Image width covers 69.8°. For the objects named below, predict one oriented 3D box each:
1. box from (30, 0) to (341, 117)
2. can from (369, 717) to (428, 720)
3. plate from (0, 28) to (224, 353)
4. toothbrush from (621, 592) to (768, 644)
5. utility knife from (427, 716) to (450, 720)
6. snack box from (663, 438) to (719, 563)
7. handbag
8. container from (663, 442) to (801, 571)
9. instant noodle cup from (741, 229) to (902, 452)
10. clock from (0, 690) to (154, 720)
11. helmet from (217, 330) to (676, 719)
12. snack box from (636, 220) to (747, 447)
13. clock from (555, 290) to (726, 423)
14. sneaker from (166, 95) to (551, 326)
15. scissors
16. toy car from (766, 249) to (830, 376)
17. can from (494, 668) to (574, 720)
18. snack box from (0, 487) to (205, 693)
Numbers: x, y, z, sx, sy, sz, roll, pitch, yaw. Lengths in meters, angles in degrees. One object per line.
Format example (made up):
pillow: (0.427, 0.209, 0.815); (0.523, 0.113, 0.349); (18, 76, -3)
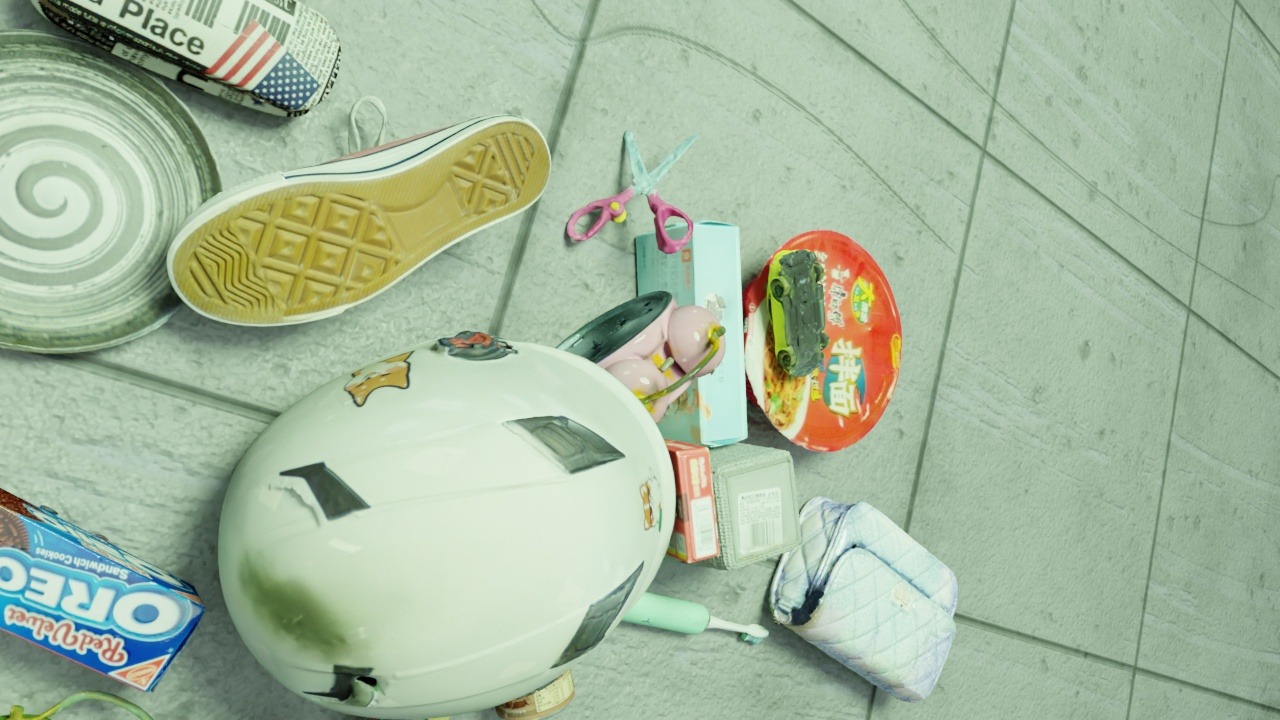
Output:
box: (-0.251, -0.196, 0.522); (0.163, 0.083, 0.075); (21, 56, -38)
can: (-0.180, 0.296, 0.575); (0.058, 0.058, 0.147); (36, 79, -29)
plate: (-0.330, -0.092, 0.512); (0.179, 0.024, 0.179); (0, 90, -36)
toothbrush: (0.024, 0.207, 0.751); (0.224, 0.026, 0.027); (21, 117, -33)
utility knife: (-0.109, 0.198, 0.616); (0.031, 0.022, 0.221); (38, 98, -6)
snack box: (0.005, 0.093, 0.662); (0.025, 0.153, 0.075); (-7, 94, -25)
handbag: (0.214, 0.220, 0.852); (0.194, 0.076, 0.134); (37, 70, -28)
container: (0.058, 0.111, 0.722); (0.090, 0.114, 0.090); (-10, 94, -35)
instant noodle cup: (0.145, -0.017, 0.815); (0.193, 0.066, 0.194); (0, 90, -36)
clock: (-0.328, 0.254, 0.487); (0.116, 0.056, 0.161); (42, 67, -28)
helmet: (-0.115, 0.105, 0.524); (0.274, 0.156, 0.230); (-8, 98, 3)
snack box: (0.040, -0.021, 0.735); (0.051, 0.074, 0.175); (-3, 91, -36)
clock: (-0.004, 0.004, 0.654); (0.117, 0.159, 0.060); (-40, 107, -26)
sneaker: (-0.175, -0.097, 0.581); (0.240, 0.088, 0.118); (-28, 119, -21)
scissors: (0.006, -0.129, 0.710); (0.133, 0.130, 0.017); (-45, 150, -13)
toy car: (0.124, -0.038, 0.742); (0.048, 0.032, 0.105); (-24, 114, -33)
can: (-0.085, 0.193, 0.655); (0.058, 0.059, 0.116); (-14, 97, -34)
snack box: (-0.337, 0.103, 0.483); (0.207, 0.058, 0.057); (41, 70, -27)
